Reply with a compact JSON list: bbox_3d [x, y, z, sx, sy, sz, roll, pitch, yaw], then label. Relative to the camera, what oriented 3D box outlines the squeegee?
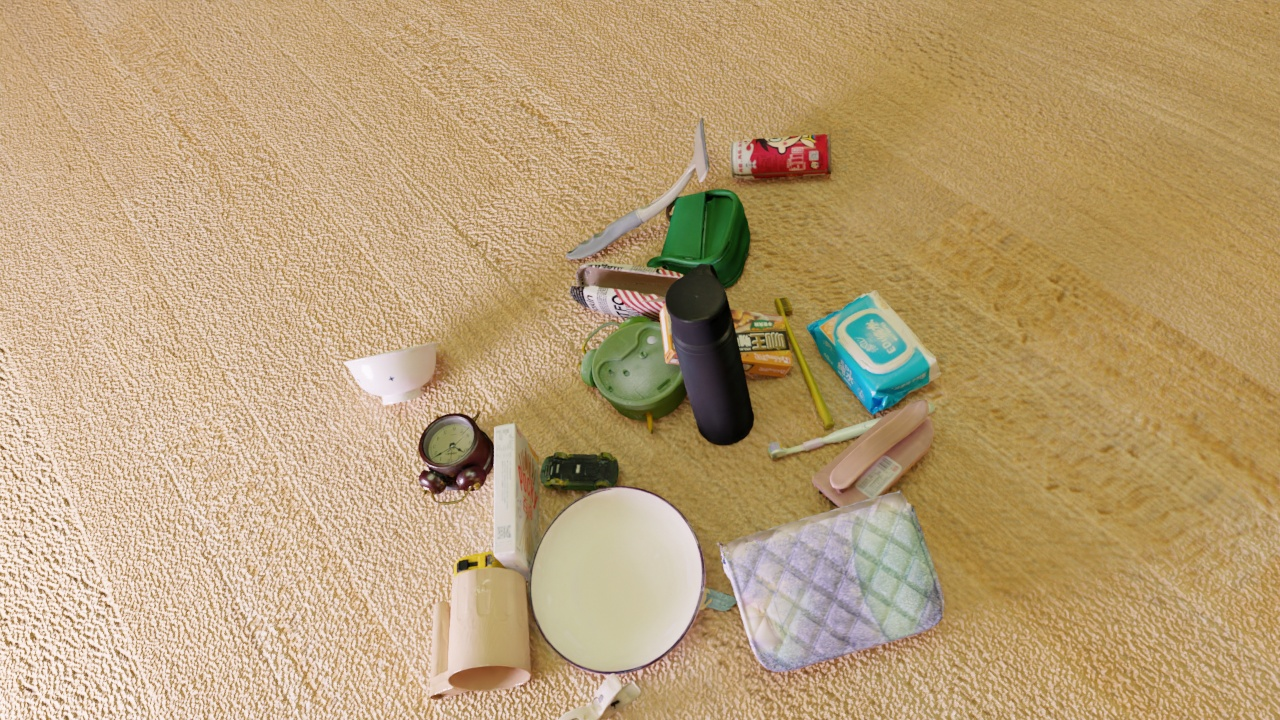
[{"bbox_3d":[0.002,-0.200,1.210,0.247,0.039,0.246,-37,21,19],"label":"squeegee"}]

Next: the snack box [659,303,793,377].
[{"bbox_3d":[0.100,-0.025,1.076,0.153,0.026,0.075,6,53,-17],"label":"snack box"}]

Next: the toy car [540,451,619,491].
[{"bbox_3d":[-0.068,0.130,1.050,0.091,0.036,0.043,-2,56,14],"label":"toy car"}]

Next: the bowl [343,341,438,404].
[{"bbox_3d":[-0.306,0.019,1.153,0.118,0.118,0.065,-11,94,6],"label":"bowl"}]

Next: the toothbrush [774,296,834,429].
[{"bbox_3d":[0.194,-0.001,1.084,0.016,0.016,0.189,-13,55,-3],"label":"toothbrush"}]

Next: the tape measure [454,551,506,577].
[{"bbox_3d":[-0.174,0.227,0.999,0.057,0.060,0.028,-14,57,11],"label":"tape measure"}]

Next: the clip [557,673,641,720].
[{"bbox_3d":[-0.046,0.349,0.903,0.097,0.060,0.034,-45,57,-3],"label":"clip"}]

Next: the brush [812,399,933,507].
[{"bbox_3d":[0.254,0.101,0.970,0.145,0.073,0.063,-38,56,-14],"label":"brush"}]

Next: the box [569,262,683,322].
[{"bbox_3d":[-0.005,-0.090,1.163,0.164,0.075,0.077,7,67,19],"label":"box"}]

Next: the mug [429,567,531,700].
[{"bbox_3d":[-0.172,0.286,0.956,0.125,0.084,0.103,-28,49,27],"label":"mug"}]

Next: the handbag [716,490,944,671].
[{"bbox_3d":[0.186,0.217,0.899,0.194,0.075,0.134,-16,79,1],"label":"handbag"}]

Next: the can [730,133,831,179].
[{"bbox_3d":[0.190,-0.275,1.239,0.133,0.053,0.053,-1,58,13],"label":"can"}]

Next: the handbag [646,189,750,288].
[{"bbox_3d":[0.077,-0.156,1.188,0.120,0.068,0.131,3,60,25],"label":"handbag"}]

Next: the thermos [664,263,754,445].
[{"bbox_3d":[0.080,-0.005,0.976,0.068,0.243,0.089,11,59,19],"label":"thermos"}]

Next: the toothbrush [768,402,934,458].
[{"bbox_3d":[0.235,0.077,1.022,0.189,0.029,0.020,-16,97,2],"label":"toothbrush"}]

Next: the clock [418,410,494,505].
[{"bbox_3d":[-0.218,0.117,1.082,0.082,0.055,0.121,-6,54,9],"label":"clock"}]

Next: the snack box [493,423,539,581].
[{"bbox_3d":[-0.137,0.157,1.019,0.027,0.085,0.156,-10,56,8],"label":"snack box"}]

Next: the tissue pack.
[{"bbox_3d":[0.265,-0.011,1.044,0.090,0.063,0.140,-29,56,-6],"label":"tissue pack"}]

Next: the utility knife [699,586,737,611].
[{"bbox_3d":[0.018,0.237,0.977,0.178,0.019,0.030,14,68,16],"label":"utility knife"}]

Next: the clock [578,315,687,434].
[{"bbox_3d":[-0.007,0.006,1.103,0.116,0.056,0.161,-40,58,-14],"label":"clock"}]

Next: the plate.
[{"bbox_3d":[-0.022,0.229,0.958,0.193,0.039,0.192,-7,67,17],"label":"plate"}]
